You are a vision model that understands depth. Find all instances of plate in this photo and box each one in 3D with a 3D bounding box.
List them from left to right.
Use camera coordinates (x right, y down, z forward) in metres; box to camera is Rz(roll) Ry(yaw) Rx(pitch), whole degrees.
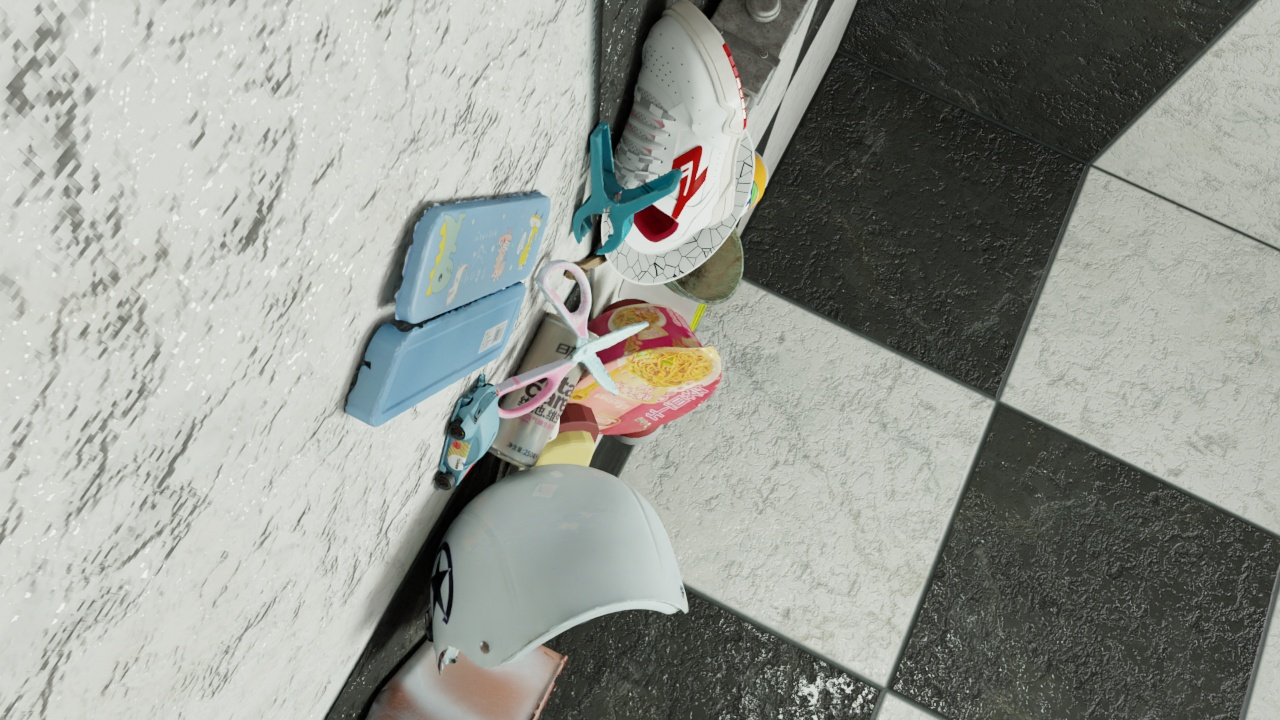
[{"bbox_3d":[0.035,-0.161,0.906,0.188,0.016,0.189,-26,138,-25],"label":"plate"}]

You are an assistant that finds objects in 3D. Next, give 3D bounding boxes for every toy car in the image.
[{"bbox_3d":[-0.133,0.065,0.730,0.060,0.027,0.108,-57,172,-51],"label":"toy car"}]

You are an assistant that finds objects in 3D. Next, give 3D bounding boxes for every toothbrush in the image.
[{"bbox_3d":[-0.042,-0.098,0.900,0.016,0.016,0.166,-64,176,20],"label":"toothbrush"}]

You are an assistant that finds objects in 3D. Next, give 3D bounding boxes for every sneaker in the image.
[{"bbox_3d":[0.018,-0.181,0.769,0.104,0.090,0.237,-32,156,-13],"label":"sneaker"}]

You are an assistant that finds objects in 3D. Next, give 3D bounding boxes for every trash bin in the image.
[{"bbox_3d":[-0.206,0.410,1.010,0.182,0.157,0.259,-65,176,11],"label":"trash bin"}]

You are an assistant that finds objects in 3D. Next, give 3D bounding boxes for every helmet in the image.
[{"bbox_3d":[-0.092,0.185,0.869,0.265,0.236,0.163,140,-61,-66],"label":"helmet"}]

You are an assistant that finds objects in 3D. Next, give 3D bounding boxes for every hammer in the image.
[{"bbox_3d":[0.099,-0.303,1.009,0.176,0.079,0.327,-62,180,-13],"label":"hammer"}]

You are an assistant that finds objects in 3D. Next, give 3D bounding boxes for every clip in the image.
[{"bbox_3d":[-0.030,-0.134,0.734,0.027,0.104,0.121,-56,178,-35],"label":"clip"}]

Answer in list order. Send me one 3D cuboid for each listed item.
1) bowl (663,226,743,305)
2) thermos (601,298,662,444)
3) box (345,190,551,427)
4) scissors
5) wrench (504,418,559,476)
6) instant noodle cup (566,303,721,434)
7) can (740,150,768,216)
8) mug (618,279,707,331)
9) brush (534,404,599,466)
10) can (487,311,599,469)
[{"bbox_3d":[0.058,-0.139,1.121,0.039,0.157,0.157,-20,-149,47],"label":"bowl"},{"bbox_3d":[-0.021,0.021,1.181,0.199,0.108,0.084,88,-15,-47],"label":"thermos"},{"bbox_3d":[-0.103,-0.039,0.557,0.125,0.021,0.208,-64,175,16],"label":"box"},{"bbox_3d":[-0.058,-0.018,0.776,0.170,0.014,0.173,-24,130,-31],"label":"scissors"},{"bbox_3d":[-0.130,0.118,0.954,0.274,0.018,0.066,116,-32,-42],"label":"wrench"},{"bbox_3d":[-0.006,0.006,1.019,0.179,0.178,0.077,109,-31,-54],"label":"instant noodle cup"},{"bbox_3d":[0.089,-0.196,1.083,0.142,0.079,0.079,-43,162,-41],"label":"can"},{"bbox_3d":[0.036,-0.093,1.193,0.082,0.106,0.082,-62,175,-11],"label":"mug"},{"bbox_3d":[-0.097,0.118,1.019,0.174,0.082,0.041,111,-36,-47],"label":"brush"},{"bbox_3d":[-0.090,0.027,0.825,0.135,0.054,0.054,-63,175,-3],"label":"can"}]
